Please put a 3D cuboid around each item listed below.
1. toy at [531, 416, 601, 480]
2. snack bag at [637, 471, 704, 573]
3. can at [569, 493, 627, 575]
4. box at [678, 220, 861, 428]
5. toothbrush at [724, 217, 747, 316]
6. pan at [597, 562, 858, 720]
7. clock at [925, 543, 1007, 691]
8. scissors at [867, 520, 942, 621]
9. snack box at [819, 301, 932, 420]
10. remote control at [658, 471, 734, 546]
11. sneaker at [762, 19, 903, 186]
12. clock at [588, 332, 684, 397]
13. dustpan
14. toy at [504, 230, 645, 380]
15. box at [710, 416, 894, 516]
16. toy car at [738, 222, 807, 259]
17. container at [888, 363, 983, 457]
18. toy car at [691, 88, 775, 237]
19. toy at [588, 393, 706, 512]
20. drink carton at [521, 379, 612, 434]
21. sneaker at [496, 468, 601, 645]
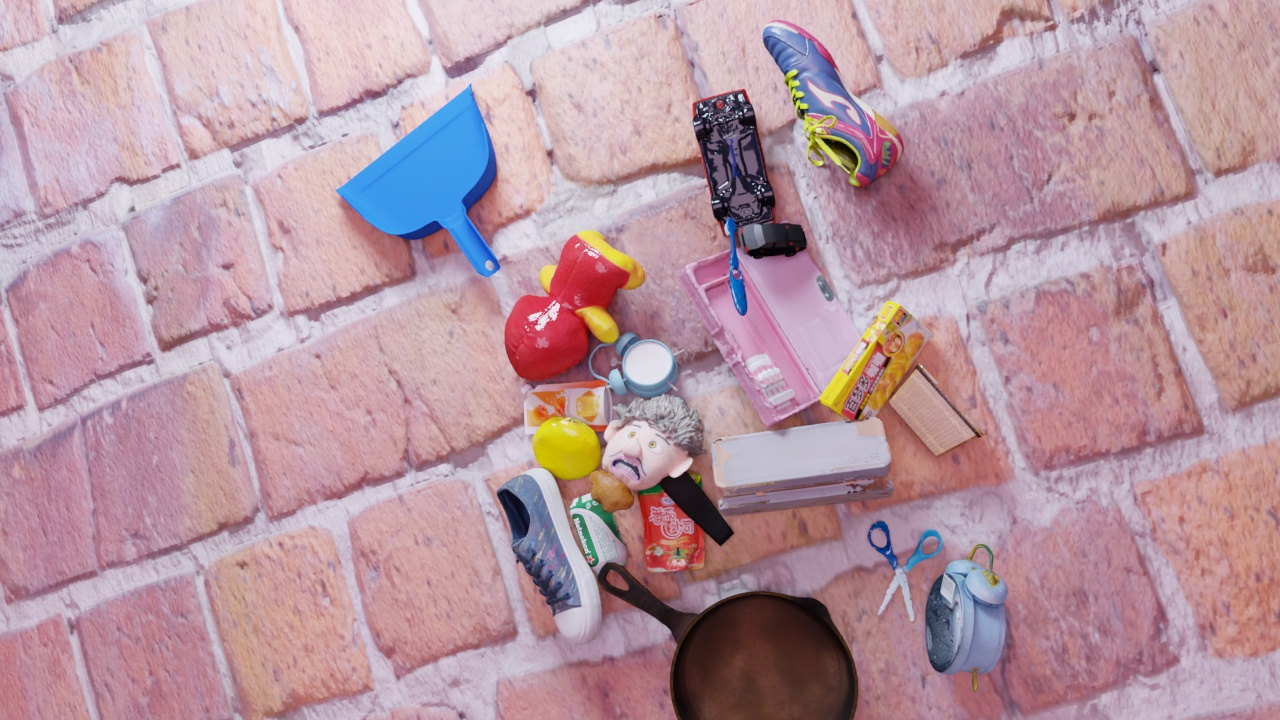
[{"bbox_3d":[-0.097,0.117,1.210,0.095,0.041,0.094,13,118,9],"label":"toy"},{"bbox_3d":[0.040,0.196,1.193,0.087,0.044,0.155,-3,78,-3],"label":"snack bag"},{"bbox_3d":[-0.055,0.224,1.195,0.053,0.053,0.101,-22,81,7],"label":"can"},{"bbox_3d":[0.173,-0.047,1.184,0.179,0.059,0.233,-26,79,-17],"label":"box"},{"bbox_3d":[0.120,-0.118,1.159,0.021,0.016,0.132,-2,75,-16],"label":"toothbrush"},{"bbox_3d":[0.099,0.362,1.149,0.356,0.043,0.249,34,92,7],"label":"pan"},{"bbox_3d":[0.383,0.295,1.080,0.060,0.118,0.162,10,93,-1],"label":"clock"},{"bbox_3d":[0.316,0.259,1.148,0.110,0.015,0.132,26,94,8],"label":"scissors"},{"bbox_3d":[0.293,0.008,1.143,0.075,0.025,0.152,34,92,-31],"label":"snack box"},{"bbox_3d":[0.070,0.183,1.178,0.039,0.010,0.124,-40,83,-19],"label":"remote control"},{"bbox_3d":[0.225,-0.324,1.159,0.091,0.116,0.242,-41,86,-6],"label":"sneaker"},{"bbox_3d":[-0.008,0.007,1.209,0.123,0.042,0.087,8,69,10],"label":"clock"},{"bbox_3d":[-0.269,-0.221,1.271,0.246,0.059,0.257,-36,81,5],"label":"dustpan"},{"bbox_3d":[-0.100,-0.068,1.205,0.147,0.098,0.216,39,92,36],"label":"toy"},{"bbox_3d":[0.199,0.131,1.139,0.216,0.094,0.107,-9,82,8],"label":"box"},{"bbox_3d":[0.171,-0.156,1.171,0.091,0.036,0.042,-6,73,-14],"label":"toy car"},{"bbox_3d":[0.360,0.065,1.132,0.061,0.063,0.114,-42,80,12],"label":"container"},{"bbox_3d":[0.123,-0.259,1.203,0.082,0.056,0.189,-13,84,10],"label":"toy car"},{"bbox_3d":[0.000,0.114,1.161,0.133,0.076,0.175,27,71,28],"label":"toy"},{"bbox_3d":[-0.102,0.063,1.231,0.122,0.039,0.069,-5,85,16],"label":"drink carton"},{"bbox_3d":[-0.125,0.256,1.179,0.088,0.079,0.235,-34,72,42],"label":"sneaker"}]
